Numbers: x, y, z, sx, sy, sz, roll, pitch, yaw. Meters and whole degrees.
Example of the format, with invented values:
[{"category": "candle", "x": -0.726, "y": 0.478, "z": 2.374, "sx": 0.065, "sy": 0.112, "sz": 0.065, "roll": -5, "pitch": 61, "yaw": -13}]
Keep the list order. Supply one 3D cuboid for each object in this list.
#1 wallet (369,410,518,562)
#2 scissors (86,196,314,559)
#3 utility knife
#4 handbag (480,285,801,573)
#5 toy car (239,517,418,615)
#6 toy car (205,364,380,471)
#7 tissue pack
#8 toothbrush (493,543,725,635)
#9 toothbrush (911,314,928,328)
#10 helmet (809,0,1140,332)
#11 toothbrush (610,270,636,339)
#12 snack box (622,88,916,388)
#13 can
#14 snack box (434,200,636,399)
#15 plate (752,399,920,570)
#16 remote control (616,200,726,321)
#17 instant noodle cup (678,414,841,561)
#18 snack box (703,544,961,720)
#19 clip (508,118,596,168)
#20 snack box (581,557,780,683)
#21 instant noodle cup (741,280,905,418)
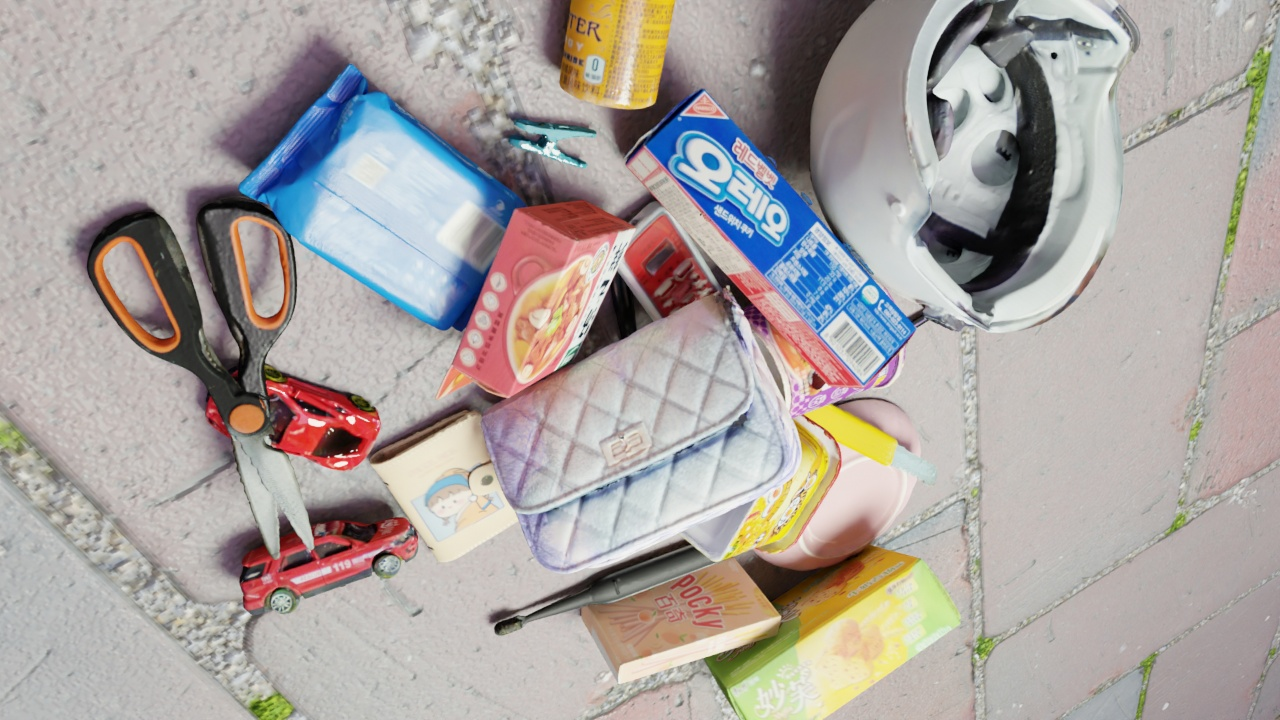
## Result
[{"category": "wallet", "x": -0.131, "y": 0.090, "z": 0.666, "sx": 0.087, "sy": 0.024, "sz": 0.115, "roll": -25, "pitch": 128, "yaw": -6}, {"category": "scissors", "x": -0.247, "y": 0.020, "z": 0.531, "sx": 0.162, "sy": 0.021, "sz": 0.234, "roll": 10, "pitch": 107, "yaw": -24}, {"category": "utility knife", "x": 0.181, "y": 0.064, "z": 0.790, "sx": 0.206, "sy": 0.015, "sz": 0.033, "roll": 27, "pitch": 107, "yaw": -20}, {"category": "handbag", "x": 0.001, "y": 0.052, "z": 0.611, "sx": 0.194, "sy": 0.134, "sz": 0.075, "roll": -27, "pitch": 165, "yaw": 13}, {"category": "toy car", "x": -0.213, "y": 0.135, "z": 0.629, "sx": 0.120, "sy": 0.053, "sz": 0.045, "roll": -15, "pitch": 102, "yaw": -14}, {"category": "toy car", "x": -0.217, "y": 0.038, "z": 0.577, "sx": 0.106, "sy": 0.031, "sz": 0.049, "roll": 26, "pitch": 104, "yaw": -36}, {"category": "tissue pack", "x": -0.136, "y": -0.087, "z": 0.524, "sx": 0.095, "sy": 0.052, "sz": 0.157, "roll": -49, "pitch": 131, "yaw": 5}, {"category": "toothbrush", "x": -0.024, "y": 0.196, "z": 0.792, "sx": 0.212, "sy": 0.027, "sz": 0.026, "roll": -16, "pitch": 90, "yaw": -19}, {"category": "toothbrush", "x": 0.220, "y": -0.023, "z": 0.793, "sx": 0.189, "sy": 0.016, "sz": 0.014, "roll": -31, "pitch": 142, "yaw": -11}, {"category": "helmet", "x": 0.205, "y": -0.139, "z": 0.609, "sx": 0.258, "sy": 0.146, "sz": 0.229, "roll": 26, "pitch": 89, "yaw": -44}, {"category": "toothbrush", "x": -0.004, "y": 0.004, "z": 0.683, "sx": 0.015, "sy": 0.018, "sz": 0.181, "roll": -16, "pitch": 126, "yaw": -10}, {"category": "snack box", "x": 0.081, "y": -0.074, "z": 0.582, "sx": 0.057, "sy": 0.058, "sz": 0.207, "roll": -46, "pitch": 99, "yaw": -9}, {"category": "can", "x": -0.006, "y": -0.216, "z": 0.504, "sx": 0.058, "sy": 0.058, "sz": 0.146, "roll": -4, "pitch": 122, "yaw": -27}, {"category": "snack box", "x": -0.061, "y": -0.031, "z": 0.565, "sx": 0.127, "sy": 0.044, "sz": 0.113, "roll": -64, "pitch": 171, "yaw": 19}, {"category": "plate", "x": 0.188, "y": 0.126, "z": 0.855, "sx": 0.192, "sy": 0.039, "sz": 0.193, "roll": -14, "pitch": 126, "yaw": -21}, {"category": "remote control", "x": 0.027, "y": -0.050, "z": 0.654, "sx": 0.055, "sy": 0.020, "sz": 0.136, "roll": -46, "pitch": 132, "yaw": -10}, {"category": "instant noodle cup", "x": 0.072, "y": 0.088, "z": 0.695, "sx": 0.123, "sy": 0.116, "sz": 0.116, "roll": -8, "pitch": 130, "yaw": -60}, {"category": "snack box", "x": 0.168, "y": 0.258, "z": 0.854, "sx": 0.210, "sy": 0.158, "sz": 0.070, "roll": -31, "pitch": 88, "yaw": -7}, {"category": "clip", "x": -0.054, "y": -0.134, "z": 0.563, "sx": 0.056, "sy": 0.014, "sz": 0.040, "roll": 4, "pitch": 118, "yaw": -30}, {"category": "snack box", "x": 0.035, "y": 0.226, "z": 0.807, "sx": 0.157, "sy": 0.084, "sz": 0.026, "roll": -10, "pitch": 121, "yaw": -24}, {"category": "instant noodle cup", "x": 0.120, "y": -0.011, "z": 0.670, "sx": 0.099, "sy": 0.111, "sz": 0.112, "roll": -26, "pitch": 130, "yaw": -23}]
